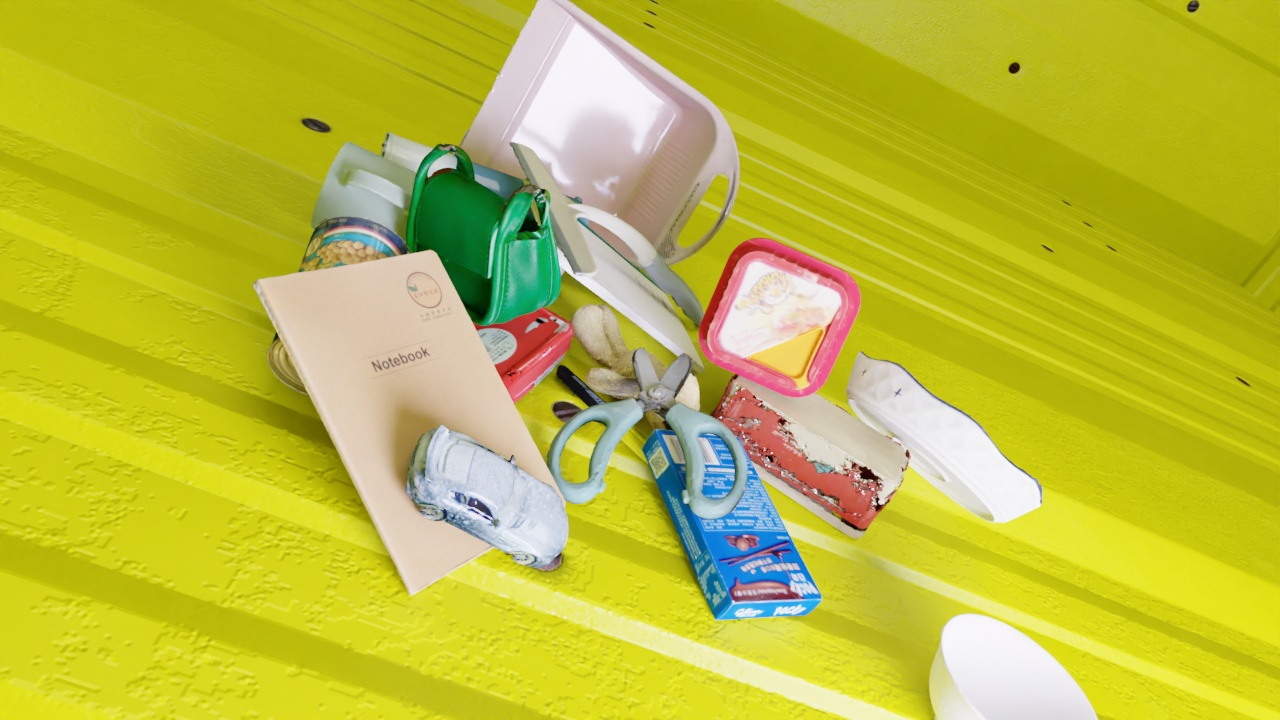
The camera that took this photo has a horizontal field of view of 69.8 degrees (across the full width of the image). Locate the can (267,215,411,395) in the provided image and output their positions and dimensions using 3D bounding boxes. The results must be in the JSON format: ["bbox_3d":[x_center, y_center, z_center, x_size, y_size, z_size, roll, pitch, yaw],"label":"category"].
[{"bbox_3d":[-0.205,-0.037,0.638,0.075,0.076,0.111,18,50,-18],"label":"can"}]

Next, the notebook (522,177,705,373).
[{"bbox_3d":[-0.025,-0.083,0.889,0.209,0.012,0.150,37,18,-35],"label":"notebook"}]

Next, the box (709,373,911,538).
[{"bbox_3d":[0.147,0.067,0.801,0.168,0.079,0.091,33,28,10],"label":"box"}]

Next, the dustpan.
[{"bbox_3d":[-0.036,-0.228,0.979,0.273,0.223,0.138,23,16,-24],"label":"dustpan"}]

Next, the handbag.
[{"bbox_3d":[-0.123,-0.098,0.724,0.067,0.120,0.131,-20,43,-40],"label":"handbag"}]

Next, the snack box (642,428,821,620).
[{"bbox_3d":[0.065,0.120,0.687,0.084,0.026,0.157,8,41,-33],"label":"snack box"}]

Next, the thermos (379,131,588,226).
[{"bbox_3d":[-0.159,-0.163,0.930,0.220,0.070,0.070,17,31,-20],"label":"thermos"}]

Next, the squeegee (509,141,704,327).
[{"bbox_3d":[-0.002,-0.101,0.896,0.246,0.039,0.246,35,18,-39],"label":"squeegee"}]

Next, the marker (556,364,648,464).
[{"bbox_3d":[-0.027,0.043,0.757,0.124,0.015,0.018,42,28,23],"label":"marker"}]

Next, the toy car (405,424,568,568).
[{"bbox_3d":[-0.092,0.085,0.575,0.120,0.037,0.054,38,41,-31],"label":"toy car"}]

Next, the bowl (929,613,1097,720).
[{"bbox_3d":[0.237,0.238,0.616,0.118,0.065,0.118,21,29,-12],"label":"bowl"}]

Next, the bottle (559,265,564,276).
[{"bbox_3d":[-0.117,-0.094,0.852,0.063,0.063,0.108,38,30,17],"label":"bottle"}]

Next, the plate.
[{"bbox_3d":[0.270,0.075,0.844,0.205,0.045,0.205,42,0,-1],"label":"plate"}]

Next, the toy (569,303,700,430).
[{"bbox_3d":[-0.005,0.005,0.787,0.105,0.066,0.157,20,21,-51],"label":"toy"}]

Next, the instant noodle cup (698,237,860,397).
[{"bbox_3d":[0.124,-0.042,0.806,0.117,0.116,0.124,24,15,8],"label":"instant noodle cup"}]

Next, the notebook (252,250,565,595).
[{"bbox_3d":[-0.141,0.028,0.594,0.147,0.008,0.207,-22,83,-54],"label":"notebook"}]

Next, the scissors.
[{"bbox_3d":[0.022,0.059,0.689,0.178,0.019,0.173,24,50,20],"label":"scissors"}]

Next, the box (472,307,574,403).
[{"bbox_3d":[-0.126,0.002,0.722,0.087,0.049,0.200,29,28,7],"label":"box"}]

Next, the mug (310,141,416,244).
[{"bbox_3d":[-0.217,-0.132,0.788,0.106,0.082,0.112,24,-12,-13],"label":"mug"}]
